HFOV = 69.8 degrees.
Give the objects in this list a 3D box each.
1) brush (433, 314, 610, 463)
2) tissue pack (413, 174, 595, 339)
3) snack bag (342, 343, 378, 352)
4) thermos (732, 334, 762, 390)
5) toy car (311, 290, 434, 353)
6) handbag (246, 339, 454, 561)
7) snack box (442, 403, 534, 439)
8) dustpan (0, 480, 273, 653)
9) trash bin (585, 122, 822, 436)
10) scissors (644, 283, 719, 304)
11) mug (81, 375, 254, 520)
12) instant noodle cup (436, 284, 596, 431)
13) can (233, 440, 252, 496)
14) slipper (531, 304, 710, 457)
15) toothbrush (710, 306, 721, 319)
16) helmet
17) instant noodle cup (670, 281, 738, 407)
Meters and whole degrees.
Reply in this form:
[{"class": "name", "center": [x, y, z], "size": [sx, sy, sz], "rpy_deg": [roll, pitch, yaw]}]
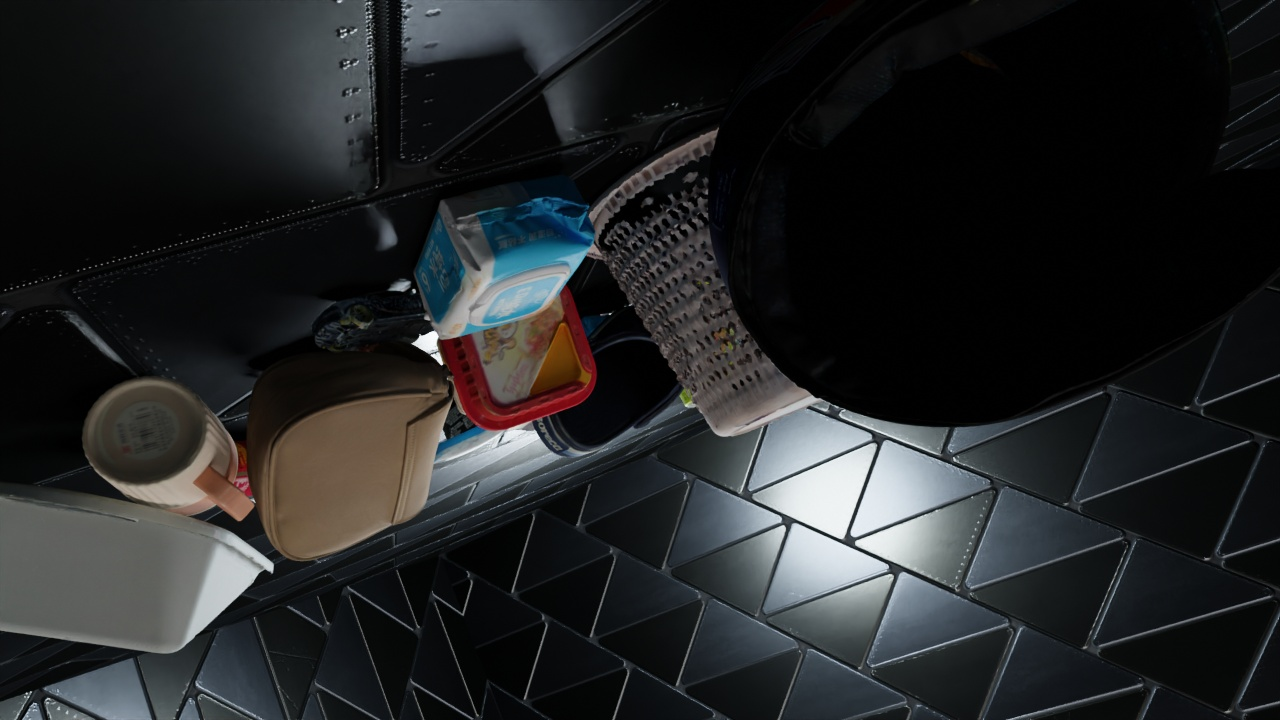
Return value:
[{"class": "brush", "center": [-0.099, 0.021, 0.921], "size": [0.313, 0.109, 0.061], "rpy_deg": [-11, 171, -41]}, {"class": "tissue pack", "center": [-0.092, -0.065, 0.609], "size": [0.089, 0.063, 0.140], "rpy_deg": [-18, 169, -28]}, {"class": "snack bag", "center": [-0.253, 0.012, 0.745], "size": [0.105, 0.026, 0.045], "rpy_deg": [-22, 144, -3]}, {"class": "thermos", "center": [0.153, -0.049, 0.877], "size": [0.068, 0.090, 0.243], "rpy_deg": [-10, 136, -27]}, {"class": "toy car", "center": [-0.186, -0.031, 0.664], "size": [0.049, 0.031, 0.105], "rpy_deg": [-31, 166, 39]}, {"class": "handbag", "center": [-0.233, 0.067, 0.725], "size": [0.147, 0.099, 0.205], "rpy_deg": [-11, 145, -31]}, {"class": "snack box", "center": [-0.165, 0.060, 1.130], "size": [0.125, 0.053, 0.114], "rpy_deg": [-15, 167, -42]}, {"class": "dustpan", "center": [-0.425, 0.134, 0.744], "size": [0.222, 0.143, 0.257], "rpy_deg": [13, -172, -11]}, {"class": "trash bin", "center": [0.089, -0.055, 0.709], "size": [0.227, 0.192, 0.227], "rpy_deg": [-23, 170, -4]}, {"class": "scissors", "center": [0.108, -0.071, 0.960], "size": [0.234, 0.022, 0.139], "rpy_deg": [-4, -172, -35]}, {"class": "mug", "center": [-0.330, 0.073, 0.659], "size": [0.081, 0.114, 0.106], "rpy_deg": [-51, 179, -23]}, {"class": "instant noodle cup", "center": [-0.115, -0.004, 0.775], "size": [0.116, 0.116, 0.124], "rpy_deg": [-19, -179, -25]}, {"class": "can", "center": [-0.379, 0.102, 0.861], "size": [0.053, 0.053, 0.132], "rpy_deg": [-26, 170, 16]}, {"class": "slipper", "center": [-0.005, 0.005, 0.897], "size": [0.095, 0.105, 0.252], "rpy_deg": [-21, -170, 44]}, {"class": "toothbrush", "center": [0.103, -0.070, 1.032], "size": [0.016, 0.016, 0.179], "rpy_deg": [6, -163, 16]}, {"class": "helmet", "center": [0.186, -0.116, 0.479], "size": [0.316, 0.247, 0.239], "rpy_deg": [-34, -167, 35]}, {"class": "instant noodle cup", "center": [0.067, -0.015, 1.055], "size": [0.111, 0.123, 0.112], "rpy_deg": [-23, 170, -4]}]
